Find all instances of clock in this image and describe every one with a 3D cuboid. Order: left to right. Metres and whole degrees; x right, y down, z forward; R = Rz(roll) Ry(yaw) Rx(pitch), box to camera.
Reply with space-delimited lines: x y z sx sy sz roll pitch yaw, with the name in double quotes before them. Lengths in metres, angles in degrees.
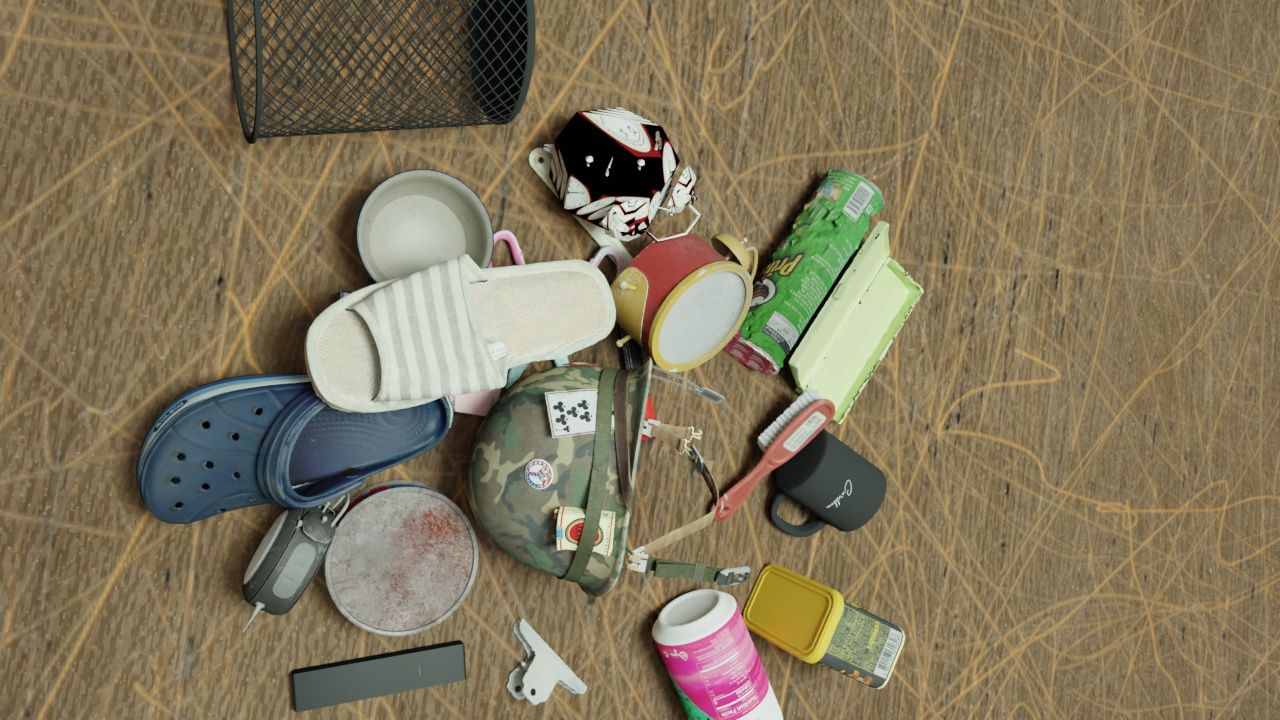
"clock" -0.288 0.156 0.755 0.043 0.091 0.122 33 85 -20
"clock" -0.009 -0.169 0.836 0.114 0.065 0.154 -35 71 -31
"clock" 0.047 -0.066 0.864 0.158 0.081 0.117 -24 140 -28

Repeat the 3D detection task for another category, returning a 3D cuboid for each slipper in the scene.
"slipper" -0.276 0.065 0.739 0.252 0.095 0.105 -15 119 -15
"slipper" -0.137 -0.029 0.759 0.272 0.054 0.114 -18 84 -31

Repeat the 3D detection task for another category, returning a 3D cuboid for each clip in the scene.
"clip" -0.100 0.301 0.878 0.101 0.041 0.054 51 55 -15

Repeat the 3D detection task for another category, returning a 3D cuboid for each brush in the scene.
"brush" -0.034 -0.119 0.895 0.033 0.012 0.217 -44 105 -15
"brush" 0.129 0.097 0.941 0.172 0.030 0.041 -47 133 9

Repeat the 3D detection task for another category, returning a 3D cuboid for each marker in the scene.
"marker" -0.005 0.005 0.905 0.023 0.021 0.145 -15 98 -44

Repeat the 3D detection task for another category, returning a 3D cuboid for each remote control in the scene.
"remote control" -0.233 0.282 0.824 0.149 0.013 0.034 -4 93 -21

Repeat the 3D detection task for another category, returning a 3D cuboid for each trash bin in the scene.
"trash bin" -0.208 -0.267 0.736 0.209 0.184 0.184 -6 94 -28

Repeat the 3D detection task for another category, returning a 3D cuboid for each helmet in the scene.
"helmet" -0.027 0.099 0.798 0.236 0.192 0.225 27 121 -12

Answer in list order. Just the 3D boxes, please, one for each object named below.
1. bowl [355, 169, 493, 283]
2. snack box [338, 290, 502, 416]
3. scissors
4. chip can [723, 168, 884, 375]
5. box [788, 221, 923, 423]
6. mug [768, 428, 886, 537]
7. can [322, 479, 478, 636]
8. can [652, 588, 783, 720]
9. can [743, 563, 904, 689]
"bowl" -0.192 -0.105 0.804 0.115 0.059 0.115 -1 92 -22
"snack box" -0.196 -0.004 0.816 0.154 0.033 0.088 11 92 -22
"scissors" -0.076 -0.052 0.873 0.168 0.014 0.170 -23 98 -14
"chip can" 0.167 -0.095 0.944 0.075 0.075 0.223 38 77 -19
"box" 0.225 -0.040 0.979 0.187 0.048 0.140 -57 138 -10
"mug" 0.186 0.137 0.963 0.088 0.078 0.114 35 105 -19
"can" -0.212 0.173 0.812 0.129 0.044 0.130 -1 92 -22
"can" 0.079 0.317 0.911 0.088 0.088 0.166 -26 101 -20
"can" 0.185 0.270 0.932 0.101 0.131 0.072 30 80 -23
